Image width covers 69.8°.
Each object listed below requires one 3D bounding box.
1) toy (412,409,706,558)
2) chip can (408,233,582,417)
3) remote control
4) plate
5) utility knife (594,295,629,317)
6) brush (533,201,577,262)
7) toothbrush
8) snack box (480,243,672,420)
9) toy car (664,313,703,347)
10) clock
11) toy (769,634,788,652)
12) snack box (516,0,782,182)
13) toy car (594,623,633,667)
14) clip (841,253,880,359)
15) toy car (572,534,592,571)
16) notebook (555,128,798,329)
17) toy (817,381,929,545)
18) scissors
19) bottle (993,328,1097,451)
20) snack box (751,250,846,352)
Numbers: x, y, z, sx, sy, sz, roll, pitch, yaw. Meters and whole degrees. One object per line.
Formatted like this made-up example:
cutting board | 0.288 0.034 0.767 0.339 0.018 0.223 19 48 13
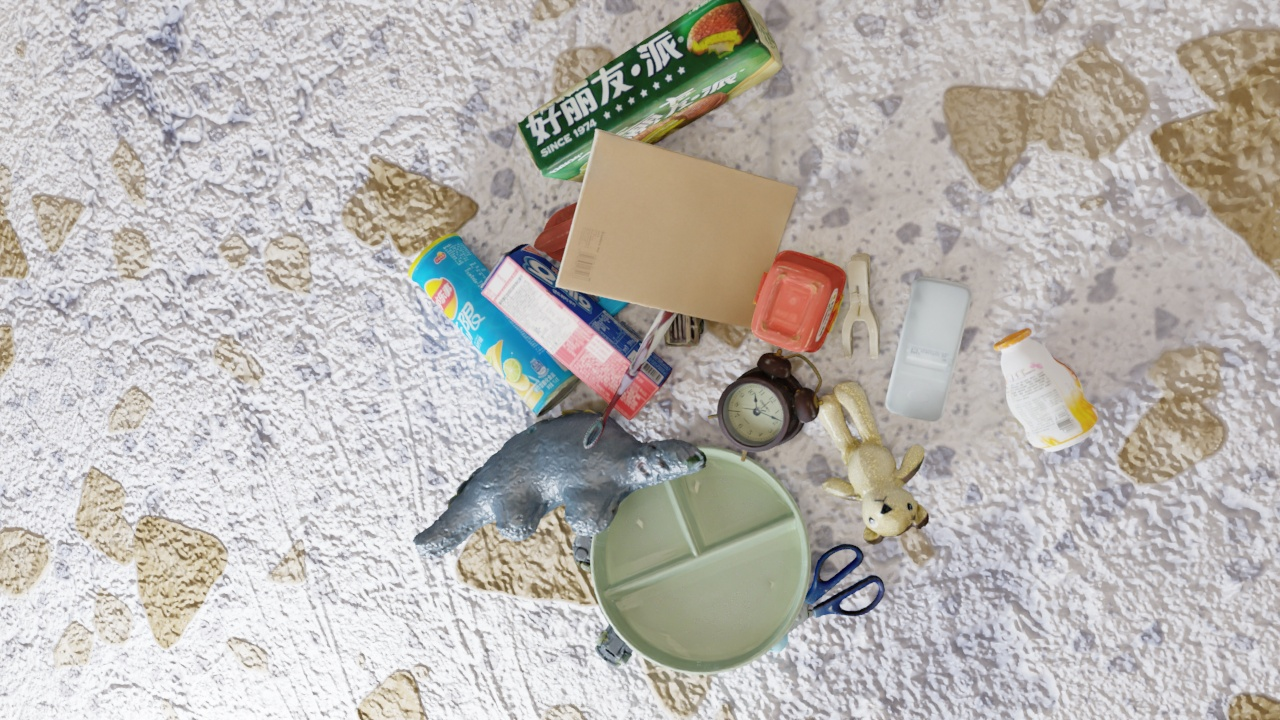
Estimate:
toy | -0.084 0.119 0.957 0.357 0.137 0.091 -18 127 27
chip can | -0.155 -0.038 0.988 0.210 0.071 0.071 47 109 6
remote control | 0.274 -0.011 0.874 0.056 0.020 0.136 13 102 15
plate | 0.060 0.202 0.943 0.230 0.027 0.230 -3 78 17
utility knife | -0.006 -0.083 0.941 0.034 0.018 0.161 46 126 -3
brush | -0.039 -0.141 0.933 0.146 0.069 0.063 -19 91 20
toothbrush | -0.005 0.005 0.902 0.016 0.017 0.187 31 84 6
snack box | -0.065 -0.032 0.947 0.207 0.057 0.058 41 118 -1
toy car | 0.041 -0.058 0.938 0.042 0.035 0.090 1 96 16
clock | 0.128 0.041 0.907 0.122 0.055 0.082 -43 78 27
toy | 0.084 0.260 0.967 0.156 0.049 0.161 28 98 13
snack box | 0.010 -0.254 0.874 0.240 0.114 0.063 -26 88 20
toy car | -0.014 0.296 1.013 0.043 0.034 0.091 36 106 13
clip | 0.211 -0.051 0.878 0.035 0.070 0.100 1 103 18
toy car | -0.023 0.212 1.003 0.106 0.031 0.049 13 99 14
notebook | 0.036 -0.119 0.877 0.211 0.012 0.150 11 106 -21
toy | 0.219 0.096 0.887 0.105 0.066 0.157 -26 74 14
scissors | 0.161 0.246 0.932 0.173 0.012 0.126 -8 93 2
bottle | 0.361 0.025 0.828 0.063 0.063 0.108 -30 89 20
snack box | 0.147 -0.055 0.878 0.082 0.080 0.091 21 105 15
